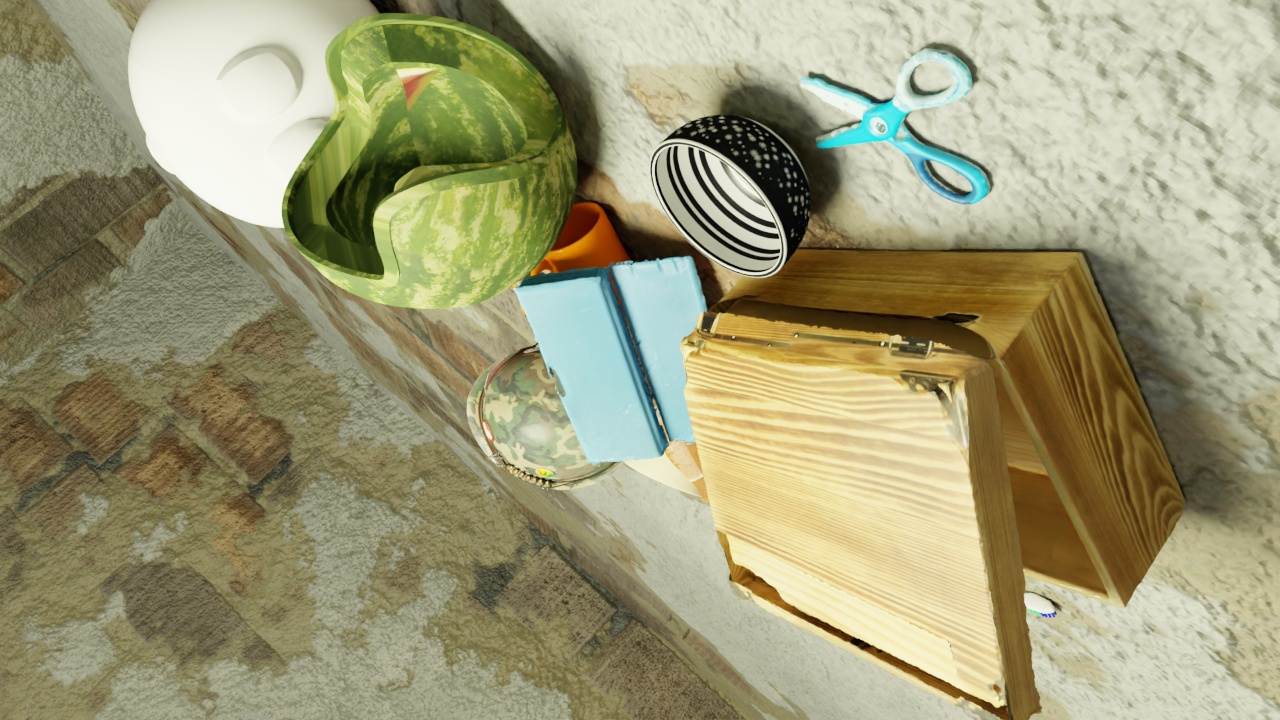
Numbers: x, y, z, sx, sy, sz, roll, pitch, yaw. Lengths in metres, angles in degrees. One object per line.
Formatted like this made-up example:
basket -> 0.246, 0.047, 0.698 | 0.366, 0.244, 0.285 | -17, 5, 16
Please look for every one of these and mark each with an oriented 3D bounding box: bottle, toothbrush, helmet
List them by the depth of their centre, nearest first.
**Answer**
helmet -> -0.177, -0.156, 0.814 | 0.248, 0.242, 0.213 | -41, 65, 47
toothbrush -> 0.329, 0.216, 0.922 | 0.187, 0.015, 0.016 | 17, 152, 53
bottle -> 0.063, 0.110, 1.077 | 0.167, 0.059, 0.059 | 60, 160, -1
helmet -> -0.111, 0.068, 1.190 | 0.224, 0.192, 0.236 | 7, 170, 12

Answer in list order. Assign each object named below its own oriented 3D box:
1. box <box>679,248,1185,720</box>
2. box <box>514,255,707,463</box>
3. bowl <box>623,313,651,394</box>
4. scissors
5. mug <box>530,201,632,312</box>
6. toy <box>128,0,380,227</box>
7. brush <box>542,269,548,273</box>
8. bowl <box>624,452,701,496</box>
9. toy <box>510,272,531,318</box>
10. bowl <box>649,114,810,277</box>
box -> 0.163, 0.061, 0.641 | 0.280, 0.220, 0.259 | 14, 143, 58
box -> -0.005, 0.005, 0.900 | 0.175, 0.033, 0.232 | -8, 126, 18
bowl -> -0.014, -0.010, 0.965 | 0.117, 0.117, 0.061 | 48, 170, -12
scissors -> 0.155, -0.134, 0.552 | 0.127, 0.012, 0.137 | 49, 157, -20
mug -> -0.063, -0.087, 0.920 | 0.078, 0.112, 0.096 | 19, 149, 45
toy -> -0.373, -0.273, 0.931 | 0.280, 0.265, 0.263 | 46, 167, 53
brush -> -0.102, -0.131, 0.976 | 0.059, 0.043, 0.195 | -13, 124, 28
bowl -> 0.048, 0.115, 1.155 | 0.118, 0.074, 0.118 | 23, -179, -1
toy -> -0.123, -0.073, 1.139 | 0.087, 0.067, 0.113 | 39, 148, 14
bowl -> 0.073, -0.125, 0.646 | 0.120, 0.066, 0.120 | 38, 160, 16
